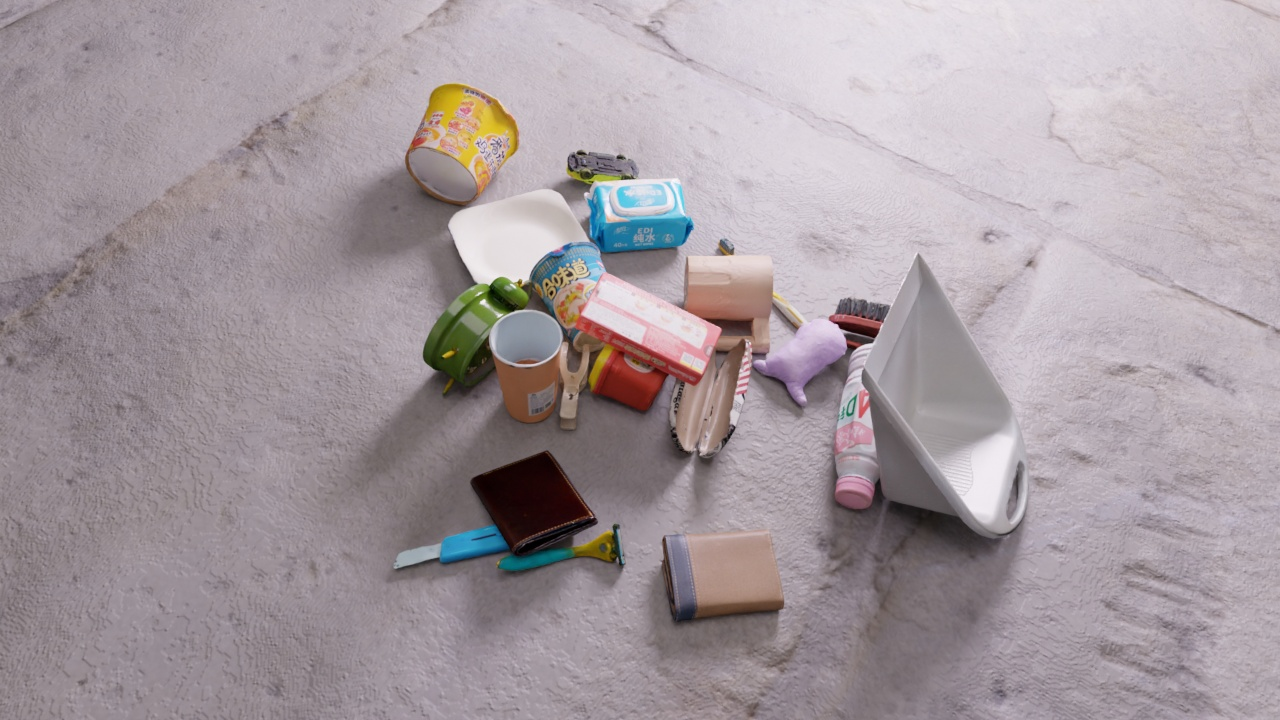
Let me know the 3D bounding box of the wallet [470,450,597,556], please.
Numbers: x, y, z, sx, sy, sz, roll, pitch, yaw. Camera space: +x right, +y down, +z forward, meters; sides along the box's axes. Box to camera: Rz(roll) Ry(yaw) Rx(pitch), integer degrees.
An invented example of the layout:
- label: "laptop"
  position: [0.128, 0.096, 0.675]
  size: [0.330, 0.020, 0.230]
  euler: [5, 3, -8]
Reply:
- label: "wallet"
  position: [-0.114, 0.147, 0.969]
  size: [0.096, 0.020, 0.122]
  euler: [-18, 40, -23]

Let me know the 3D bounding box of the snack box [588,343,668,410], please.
- label: "snack box"
  position: [-0.006, 0.006, 1.069]
  size: [0.080, 0.082, 0.091]
  euler: [29, 56, 1]

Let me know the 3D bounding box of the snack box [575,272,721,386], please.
- label: "snack box"
  position: [0.010, -0.036, 1.034]
  size: [0.153, 0.026, 0.075]
  euler: [26, 52, -1]

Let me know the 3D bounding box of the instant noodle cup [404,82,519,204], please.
- label: "instant noodle cup"
  position: [-0.247, -0.288, 1.246]
  size: [0.138, 0.138, 0.109]
  euler: [17, 61, 9]

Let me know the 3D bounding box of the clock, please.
- label: "clock"
  position: [-0.181, -0.037, 1.066]
  size: [0.056, 0.116, 0.160]
  euler: [37, 62, 9]

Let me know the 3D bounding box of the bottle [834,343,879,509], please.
- label: "bottle"
  position: [0.256, 0.074, 1.040]
  size: [0.068, 0.068, 0.196]
  euler: [15, 57, 8]

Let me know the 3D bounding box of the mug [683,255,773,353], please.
- label: "mug"
  position: [0.108, -0.071, 1.140]
  size: [0.103, 0.084, 0.124]
  euler: [1, 79, -1]

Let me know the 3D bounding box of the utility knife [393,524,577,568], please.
- label: "utility knife"
  position: [-0.160, 0.187, 0.953]
  size: [0.191, 0.018, 0.034]
  euler: [-12, 55, -11]

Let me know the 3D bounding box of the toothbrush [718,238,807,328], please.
- label: "toothbrush"
  position: [0.162, -0.099, 1.194]
  size: [0.016, 0.018, 0.191]
  euler: [-28, 59, -21]

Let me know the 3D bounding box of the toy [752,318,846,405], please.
- label: "toy"
  position: [0.202, -0.005, 1.104]
  size: [0.108, 0.039, 0.084]
  euler: [-41, 65, -9]

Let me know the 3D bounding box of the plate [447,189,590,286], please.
- label: "plate"
  position: [-0.156, -0.150, 1.200]
  size: [0.163, 0.034, 0.164]
  euler: [-18, 53, -16]

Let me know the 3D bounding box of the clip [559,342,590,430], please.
- label: "clip"
  position: [-0.080, 0.034, 1.078]
  size: [0.035, 0.083, 0.104]
  euler: [4, 74, -3]

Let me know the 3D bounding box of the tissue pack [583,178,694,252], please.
- label: "tissue pack"
  position: [-0.003, -0.198, 1.231]
  size: [0.140, 0.063, 0.089]
  euler: [-4, 53, -7]

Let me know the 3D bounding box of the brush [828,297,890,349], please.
- label: "brush"
  position: [0.303, -0.031, 1.129]
  size: [0.146, 0.063, 0.069]
  euler: [14, 82, 8]

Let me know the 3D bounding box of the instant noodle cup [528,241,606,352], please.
- label: "instant noodle cup"
  position: [-0.071, -0.072, 1.117]
  size: [0.099, 0.099, 0.110]
  euler: [-19, 65, -18]

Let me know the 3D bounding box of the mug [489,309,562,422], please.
- label: "mug"
  position: [-0.124, 0.013, 1.023]
  size: [0.078, 0.123, 0.078]
  euler: [1, 52, -2]

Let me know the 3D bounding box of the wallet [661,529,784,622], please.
- label: "wallet"
  position: [0.083, 0.217, 0.938]
  size: [0.115, 0.033, 0.090]
  euler: [-4, 55, -8]

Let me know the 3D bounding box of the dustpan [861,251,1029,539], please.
- label: "dustpan"
  position: [0.340, 0.054, 0.973]
  size: [0.143, 0.258, 0.222]
  euler: [8, 41, 28]

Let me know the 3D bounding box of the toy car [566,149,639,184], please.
- label: "toy car"
  position: [-0.054, -0.270, 1.304]
  size: [0.105, 0.032, 0.048]
  euler: [1, 51, -17]

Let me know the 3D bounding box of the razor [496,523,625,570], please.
- label: "razor"
  position: [-0.082, 0.199, 0.942]
  size: [0.132, 0.028, 0.043]
  euler: [-8, 83, -13]

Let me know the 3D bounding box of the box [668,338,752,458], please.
- label: "box"
  position: [0.071, 0.033, 1.053]
  size: [0.087, 0.076, 0.162]
  euler: [25, 54, -12]
